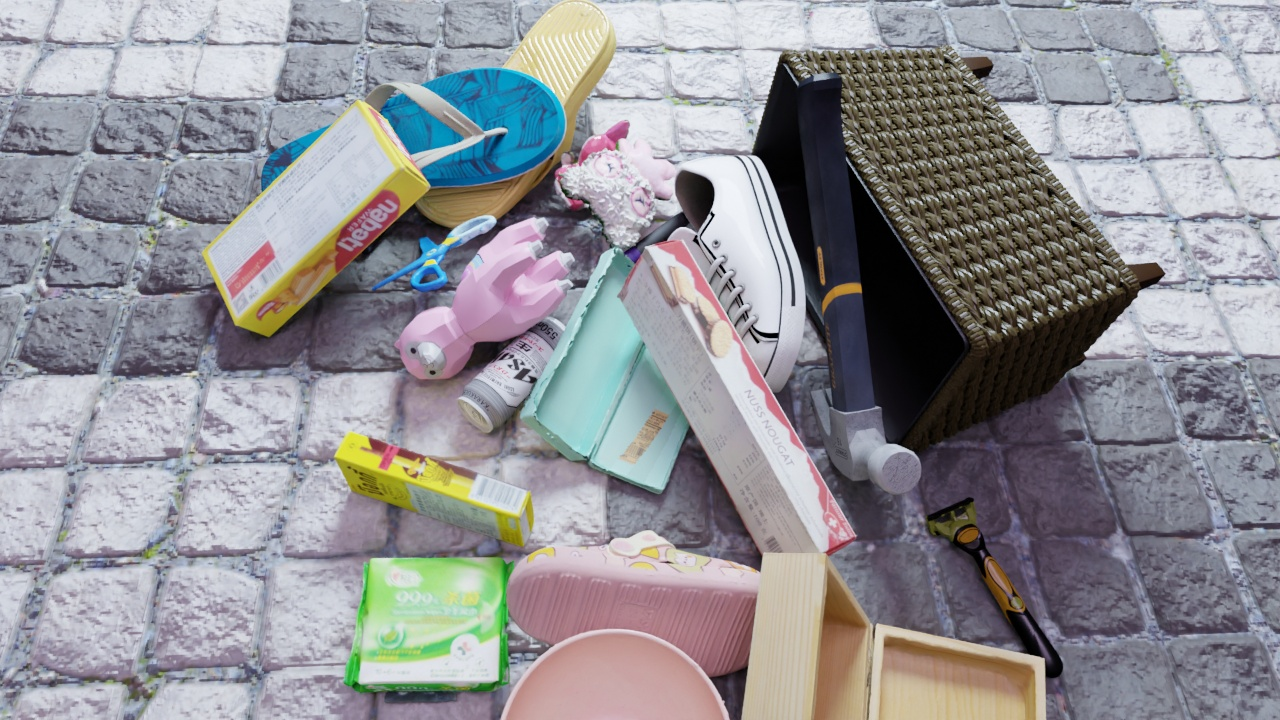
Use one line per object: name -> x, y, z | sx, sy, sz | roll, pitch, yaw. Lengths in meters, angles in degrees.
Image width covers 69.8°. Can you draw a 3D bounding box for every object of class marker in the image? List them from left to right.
marker -> 0.007, -0.107, 0.864 | 0.133, 0.015, 0.018 | -39, 83, -24

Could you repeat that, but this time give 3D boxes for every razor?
razor -> 0.276, 0.174, 0.703 | 0.044, 0.021, 0.144 | -20, 63, -15

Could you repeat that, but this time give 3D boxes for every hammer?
hammer -> 0.157, -0.062, 0.711 | 0.035, 0.139, 0.312 | -9, 98, -9

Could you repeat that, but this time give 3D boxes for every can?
can -> -0.103, 0.010, 0.767 | 0.044, 0.044, 0.106 | 34, 62, 17

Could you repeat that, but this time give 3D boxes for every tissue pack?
tissue pack -> -0.149, 0.191, 0.659 | 0.114, 0.034, 0.099 | 1, 56, -5

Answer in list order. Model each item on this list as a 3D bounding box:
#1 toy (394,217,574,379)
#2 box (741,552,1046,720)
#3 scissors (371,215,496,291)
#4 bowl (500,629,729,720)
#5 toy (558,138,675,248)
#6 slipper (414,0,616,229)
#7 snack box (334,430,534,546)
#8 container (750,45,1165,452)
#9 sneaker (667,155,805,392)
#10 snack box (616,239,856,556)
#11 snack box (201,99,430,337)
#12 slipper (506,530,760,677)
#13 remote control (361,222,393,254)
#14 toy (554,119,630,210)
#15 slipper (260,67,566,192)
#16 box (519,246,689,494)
toy -> -0.133, -0.049, 0.778 | 0.158, 0.067, 0.123 | -32, 24, 12
box -> 0.152, 0.283, 0.586 | 0.252, 0.119, 0.247 | 25, 57, -16
scissors -> -0.181, -0.093, 0.810 | 0.127, 0.013, 0.125 | -28, 32, -10
bowl -> -0.016, 0.260, 0.597 | 0.153, 0.076, 0.152 | 1, 57, -2
toy -> -0.013, -0.165, 0.856 | 0.095, 0.041, 0.108 | 49, 65, -8
slipper -> -0.111, -0.228, 0.892 | 0.099, 0.078, 0.263 | 32, 83, 15
snack box -> -0.155, 0.099, 0.698 | 0.149, 0.061, 0.025 | 17, 58, 7
container -> 0.257, -0.111, 0.792 | 0.204, 0.177, 0.320 | -14, 60, -16
sneaker -> 0.073, -0.084, 0.803 | 0.097, 0.091, 0.245 | -2, 61, -11
snack box -> 0.069, 0.035, 0.717 | 0.044, 0.077, 0.272 | -18, 69, -30
snack box -> -0.280, -0.120, 0.784 | 0.201, 0.042, 0.092 | -41, 64, 9
slipper -> 0.003, 0.167, 0.660 | 0.197, 0.093, 0.081 | 8, 25, -7
remote control -> -0.239, -0.160, 0.880 | 0.045, 0.021, 0.140 | 25, 65, 15
toy -> -0.046, -0.185, 0.890 | 0.102, 0.065, 0.050 | -40, 35, -22
slipper -> -0.216, -0.202, 0.832 | 0.295, 0.060, 0.118 | -16, 75, 5
box -> -0.009, 0.008, 0.778 | 0.138, 0.055, 0.186 | 35, 58, -15
